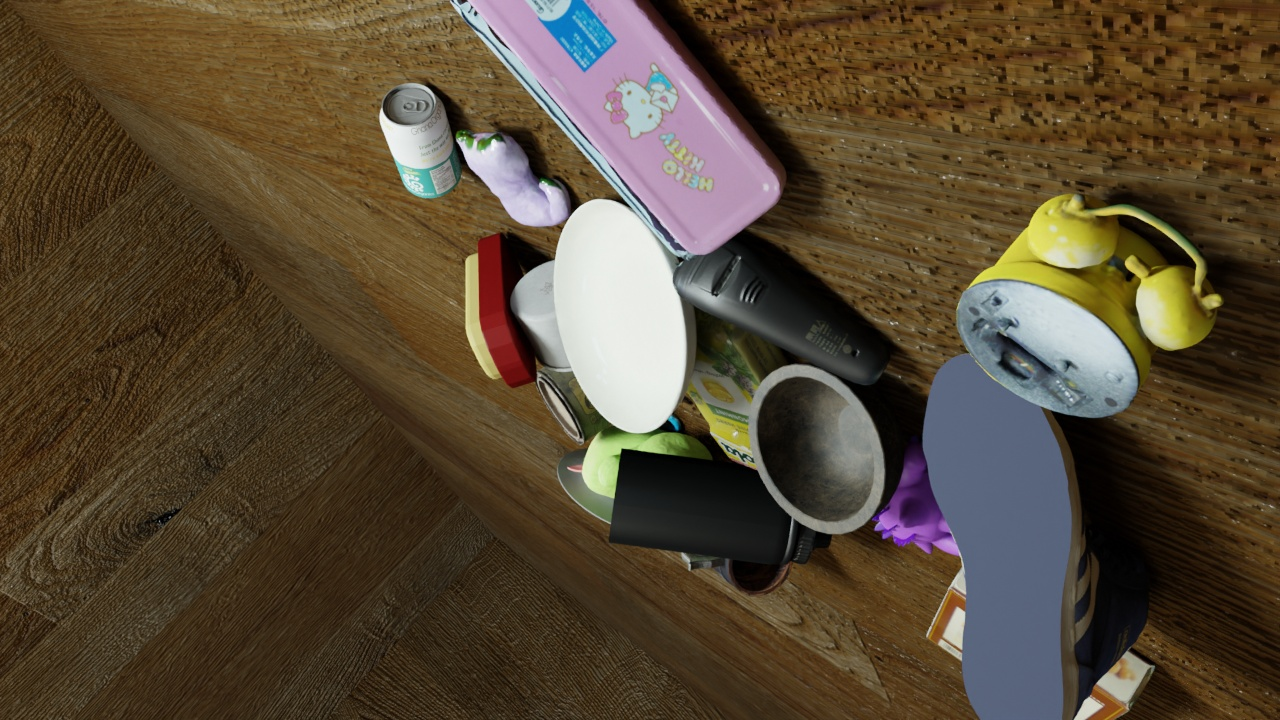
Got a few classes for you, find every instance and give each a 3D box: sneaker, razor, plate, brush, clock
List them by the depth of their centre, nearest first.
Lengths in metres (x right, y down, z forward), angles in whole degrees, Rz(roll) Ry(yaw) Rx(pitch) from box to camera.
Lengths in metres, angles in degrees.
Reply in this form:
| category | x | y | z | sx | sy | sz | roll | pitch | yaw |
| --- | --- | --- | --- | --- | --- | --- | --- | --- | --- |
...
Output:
| category | x | y | z | sx | sy | sz | roll | pitch | yaw |
| --- | --- | --- | --- | --- | --- | --- | --- | --- | --- |
| clock | 0.190 | -0.024 | 0.395 | 0.083 | 0.057 | 0.119 | 40 | 161 | 10 |
| sneaker | 0.249 | 0.099 | 0.552 | 0.092 | 0.118 | 0.233 | -2 | 99 | 54 |
| razor | 0.093 | -0.033 | 0.602 | 0.151 | 0.054 | 0.067 | 31 | -174 | 9 |
| plate | -0.008 | -0.036 | 0.714 | 0.182 | 0.034 | 0.182 | 28 | 125 | 49 |
| brush | -0.135 | -0.048 | 0.872 | 0.173 | 0.042 | 0.082 | -103 | -7 | -49 |
| plate | -0.011 | 0.148 | 1.075 | 0.178 | 0.012 | 0.178 | 19 | -160 | -7 |

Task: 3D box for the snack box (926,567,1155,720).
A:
| category | x | y | z | sx | sy | sz | roll | pitch | yaw |
| --- | --- | --- | --- | --- | --- | --- | --- | --- | --- |
| snack box | 0.310 | 0.231 | 0.733 | 0.143 | 0.041 | 0.147 | 33 | 159 | 26 |

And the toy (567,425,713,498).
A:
| category | x | y | z | sx | sy | sz | roll | pitch | yaw |
| --- | --- | --- | --- | --- | --- | --- | --- | --- | --- |
| toy | 0.012 | 0.114 | 0.979 | 0.150 | 0.107 | 0.197 | 4 | -167 | -30 |

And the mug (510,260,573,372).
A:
| category | x | y | z | sx | sy | sz | roll | pitch | yaw |
| --- | --- | --- | --- | --- | --- | --- | --- | --- | --- |
| mug | -0.059 | -0.037 | 0.827 | 0.113 | 0.084 | 0.070 | 28 | 154 | 40 |

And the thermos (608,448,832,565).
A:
| category | x | y | z | sx | sy | sz | roll | pitch | yaw |
| --- | --- | --- | --- | --- | --- | --- | --- | --- | --- |
| thermos | 0.075 | 0.135 | 0.829 | 0.198 | 0.086 | 0.086 | 8 | 157 | 1 |

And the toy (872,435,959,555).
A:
| category | x | y | z | sx | sy | sz | roll | pitch | yaw |
| --- | --- | --- | --- | --- | --- | --- | --- | --- | --- |
| toy | 0.198 | 0.107 | 0.667 | 0.106 | 0.055 | 0.088 | 46 | 165 | 13 |

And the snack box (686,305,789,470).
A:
| category | x | y | z | sx | sy | sz | roll | pitch | yaw |
| --- | --- | --- | --- | --- | --- | --- | --- | --- | --- |
| snack box | 0.081 | 0.027 | 0.742 | 0.121 | 0.045 | 0.181 | 17 | 148 | 53 |

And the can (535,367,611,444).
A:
| category | x | y | z | sx | sy | sz | roll | pitch | yaw |
| --- | --- | --- | --- | --- | --- | --- | --- | --- | --- |
| can | -0.057 | 0.031 | 0.955 | 0.090 | 0.074 | 0.090 | 49 | 161 | 23 |

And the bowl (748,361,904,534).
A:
| category | x | y | z | sx | sy | sz | roll | pitch | yaw |
| --- | --- | --- | --- | --- | --- | --- | --- | --- | --- |
| bowl | 0.139 | 0.055 | 0.647 | 0.121 | 0.056 | 0.121 | 24 | 122 | 46 |

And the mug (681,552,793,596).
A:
| category | x | y | z | sx | sy | sz | roll | pitch | yaw |
| --- | --- | --- | --- | --- | --- | --- | --- | --- | --- |
| mug | 0.087 | 0.194 | 0.967 | 0.107 | 0.115 | 0.080 | -152 | 61 | -68 |

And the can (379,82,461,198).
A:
| category | x | y | z | sx | sy | sz | roll | pitch | yaw |
| --- | --- | --- | --- | --- | --- | --- | --- | --- | --- |
| can | -0.191 | -0.190 | 0.801 | 0.055 | 0.054 | 0.102 | 37 | 161 | 15 |

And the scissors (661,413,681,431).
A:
| category | x | y | z | sx | sy | sz | roll | pitch | yaw |
| --- | --- | --- | --- | --- | --- | --- | --- | --- | --- |
| scissors | -0.002 | 0.049 | 1.012 | 0.118 | 0.013 | 0.140 | 41 | 159 | -1 |

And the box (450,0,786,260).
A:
| category | x | y | z | sx | sy | sz | roll | pitch | yaw |
| --- | --- | --- | --- | --- | --- | --- | --- | --- | --- |
| box | -0.007 | -0.164 | 0.534 | 0.090 | 0.091 | 0.214 | -36 | 105 | 27 |

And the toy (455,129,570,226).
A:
| category | x | y | z | sx | sy | sz | roll | pitch | yaw |
| --- | --- | --- | --- | --- | --- | --- | --- | --- | --- |
| toy | -0.099 | -0.148 | 0.742 | 0.080 | 0.036 | 0.100 | 12 | 151 | 39 |
